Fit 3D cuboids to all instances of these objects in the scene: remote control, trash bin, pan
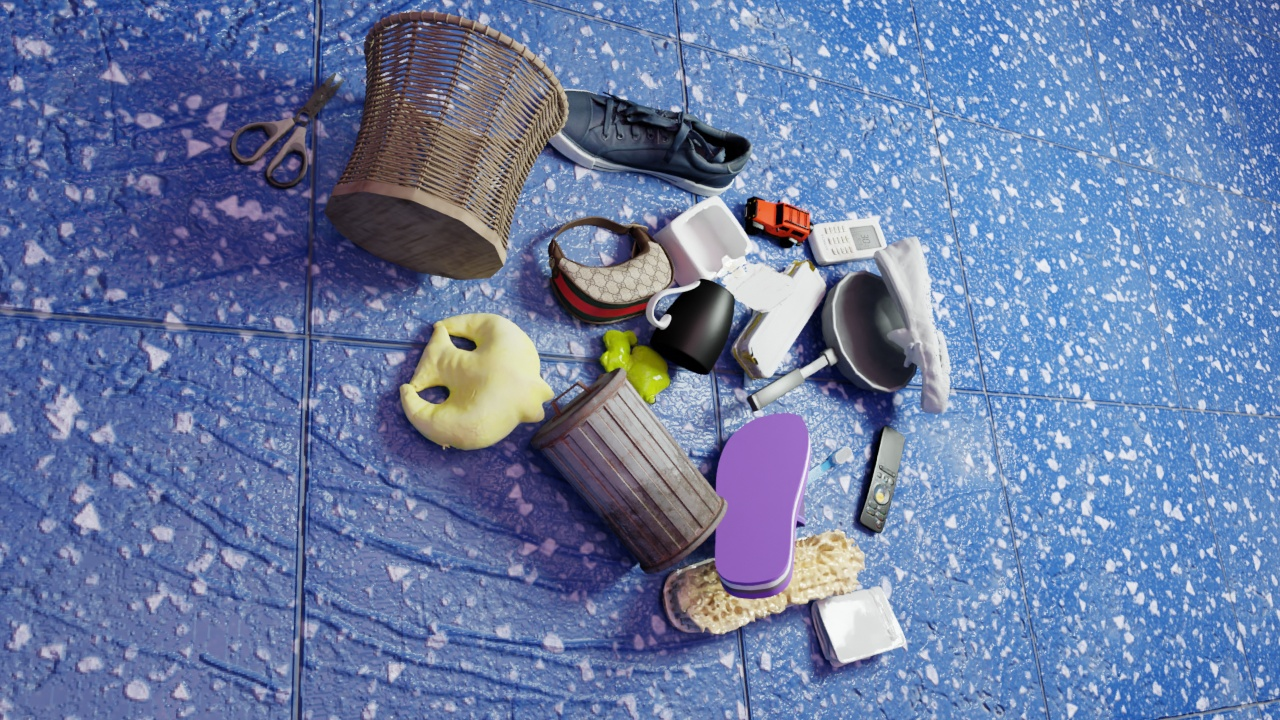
[{"bbox_3d":[0.306,-0.175,1.355,0.138,0.026,0.060,-11,78,-31],"label":"remote control"},{"bbox_3d":[-0.016,0.115,1.014,0.211,0.131,0.130,51,57,-6],"label":"trash bin"},{"bbox_3d":[0.258,-0.006,1.240,0.356,0.041,0.178,-26,91,-39],"label":"pan"},{"bbox_3d":[0.329,0.162,1.255,0.041,0.020,0.151,31,62,-17],"label":"remote control"}]

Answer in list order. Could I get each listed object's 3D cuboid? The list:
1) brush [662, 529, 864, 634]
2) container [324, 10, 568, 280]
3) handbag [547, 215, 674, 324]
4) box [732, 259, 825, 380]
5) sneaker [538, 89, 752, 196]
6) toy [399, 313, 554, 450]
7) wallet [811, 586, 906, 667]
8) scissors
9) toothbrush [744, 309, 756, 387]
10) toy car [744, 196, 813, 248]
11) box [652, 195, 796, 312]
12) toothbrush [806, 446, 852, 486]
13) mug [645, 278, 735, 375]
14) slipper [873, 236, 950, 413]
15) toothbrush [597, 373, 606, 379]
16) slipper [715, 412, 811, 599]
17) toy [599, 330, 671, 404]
[{"bbox_3d":[0.151,0.264,1.098,0.270,0.057,0.083,-6,77,-30],"label":"brush"},{"bbox_3d":[-0.211,-0.215,0.976,0.226,0.227,0.196,21,71,-21],"label":"container"},{"bbox_3d":[-0.035,-0.120,1.131,0.166,0.063,0.138,-17,72,-33],"label":"handbag"},{"bbox_3d":[0.190,-0.058,1.233,0.064,0.033,0.208,53,52,-19],"label":"box"},{"bbox_3d":[0.017,-0.294,1.180,0.294,0.128,0.120,10,67,-24],"label":"sneaker"},{"bbox_3d":[-0.172,0.026,0.997,0.155,0.065,0.170,22,59,0],"label":"toy"},{"bbox_3d":[0.272,0.335,1.159,0.116,0.032,0.086,-1,63,-27],"label":"wallet"},{"bbox_3d":[-0.387,-0.266,1.009,0.131,0.013,0.169,7,73,-29],"label":"scissors"},{"bbox_3d":[0.153,-0.034,1.227,0.022,0.016,0.154,57,40,-57],"label":"toothbrush"},{"bbox_3d":[0.193,-0.197,1.286,0.100,0.049,0.051,16,66,-23],"label":"toy car"},{"bbox_3d":[0.108,-0.125,1.199,0.190,0.083,0.110,45,58,12],"label":"box"},{"bbox_3d":[0.221,0.154,1.200,0.166,0.014,0.016,-28,87,-32],"label":"toothbrush"},{"bbox_3d":[0.059,-0.054,1.119,0.119,0.085,0.100,37,77,-34],"label":"mug"},{"bbox_3d":[0.377,-0.047,1.268,0.112,0.075,0.246,6,70,-68],"label":"slipper"},{"bbox_3d":[-0.009,0.090,1.094,0.016,0.016,0.167,-25,87,-31],"label":"toothbrush"},{"bbox_3d":[0.147,0.182,1.081,0.265,0.107,0.084,-74,152,-50],"label":"slipper"},{"bbox_3d":[-0.007,0.006,1.114,0.093,0.036,0.094,15,60,-19],"label":"toy"}]
